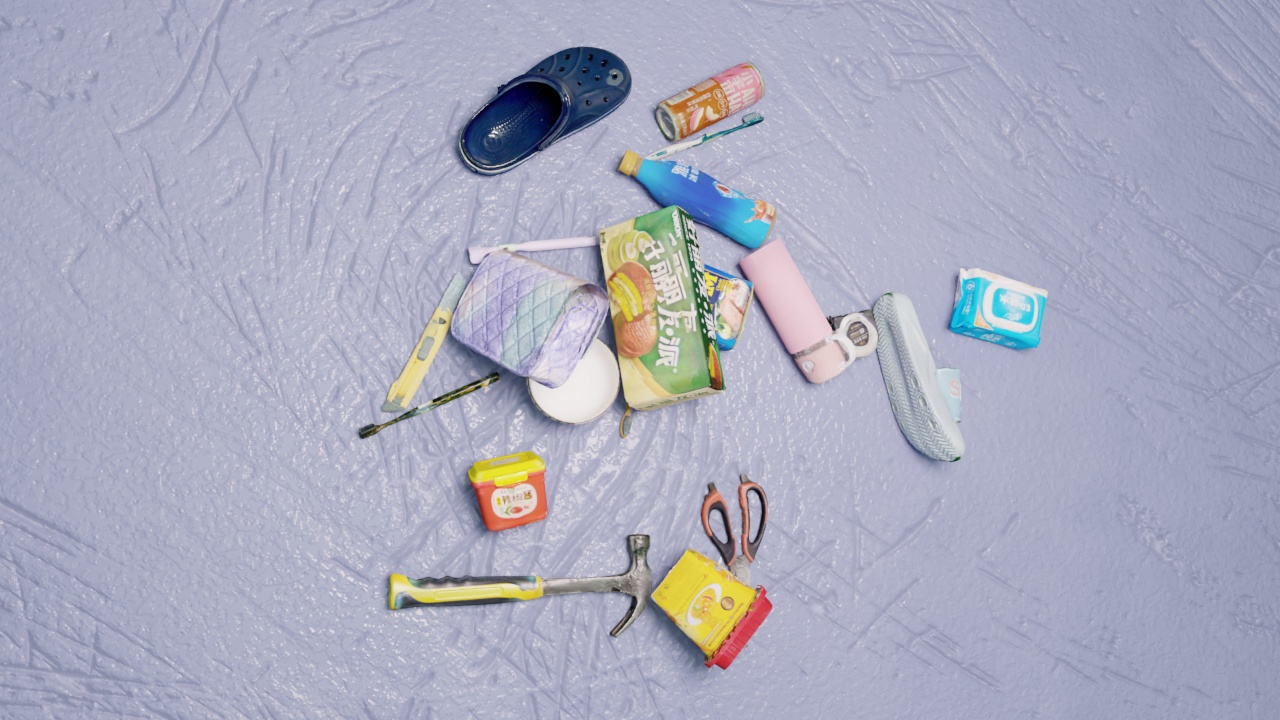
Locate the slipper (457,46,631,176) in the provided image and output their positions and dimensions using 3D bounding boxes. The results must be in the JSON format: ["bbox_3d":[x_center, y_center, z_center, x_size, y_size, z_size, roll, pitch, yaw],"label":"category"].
[{"bbox_3d":[-0.125,-0.332,1.178,0.252,0.095,0.105,-35,95,-11],"label":"slipper"}]

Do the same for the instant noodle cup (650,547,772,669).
[{"bbox_3d":[0.085,0.302,1.143,0.123,0.116,0.116,38,86,9],"label":"instant noodle cup"}]

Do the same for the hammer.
[{"bbox_3d":[-0.143,0.284,1.134,0.323,0.032,0.126,0,83,-13],"label":"hammer"}]

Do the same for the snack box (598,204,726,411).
[{"bbox_3d":[0.026,-0.065,1.156,0.115,0.063,0.240,-15,76,23],"label":"snack box"}]

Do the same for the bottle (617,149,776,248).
[{"bbox_3d":[0.074,-0.220,1.225,0.218,0.065,0.065,24,79,-10],"label":"bottle"}]

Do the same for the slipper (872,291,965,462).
[{"bbox_3d":[0.387,0.021,1.256,0.074,0.104,0.245,-14,81,-17],"label":"slipper"}]

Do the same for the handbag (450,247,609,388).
[{"bbox_3d":[-0.135,-0.053,1.097,0.075,0.194,0.134,28,89,-46],"label":"handbag"}]

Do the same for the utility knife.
[{"bbox_3d":[-0.267,-0.021,1.151,0.031,0.021,0.198,28,74,-15],"label":"utility knife"}]

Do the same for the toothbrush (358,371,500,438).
[{"bbox_3d":[-0.261,0.054,1.139,0.185,0.017,0.012,-24,66,-15],"label":"toothbrush"}]

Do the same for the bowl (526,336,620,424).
[{"bbox_3d":[-0.088,0.024,1.158,0.116,0.066,0.116,1,84,-12],"label":"bowl"}]

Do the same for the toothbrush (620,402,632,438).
[{"bbox_3d":[-0.007,0.007,1.204,0.016,0.018,0.191,10,81,-14],"label":"toothbrush"}]

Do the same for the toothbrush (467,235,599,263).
[{"bbox_3d":[-0.128,-0.147,1.193,0.189,0.021,0.029,-8,53,-15],"label":"toothbrush"}]

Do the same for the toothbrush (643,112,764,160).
[{"bbox_3d":[0.086,-0.308,1.264,0.191,0.016,0.018,-22,79,-15],"label":"toothbrush"}]

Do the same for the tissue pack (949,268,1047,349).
[{"bbox_3d":[0.511,-0.073,1.312,0.140,0.063,0.090,15,80,-12],"label":"tissue pack"}]

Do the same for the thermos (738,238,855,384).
[{"bbox_3d":[0.214,-0.067,1.231,0.067,0.087,0.198,-29,89,-40],"label":"thermos"}]

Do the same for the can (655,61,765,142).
[{"bbox_3d":[0.095,-0.352,1.249,0.147,0.058,0.058,-29,91,-15],"label":"can"}]

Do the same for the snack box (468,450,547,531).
[{"bbox_3d":[-0.159,0.160,1.124,0.091,0.082,0.080,-11,100,-14],"label":"snack box"}]

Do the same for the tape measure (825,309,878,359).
[{"bbox_3d":[0.295,-0.034,1.272,0.065,0.034,0.066,-10,84,-12],"label":"tape measure"}]

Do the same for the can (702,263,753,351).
[{"bbox_3d":[0.096,-0.071,1.218,0.083,0.057,0.102,19,80,-13],"label":"can"}]

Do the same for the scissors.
[{"bbox_3d":[0.118,0.264,1.207,0.197,0.015,0.205,42,76,-7],"label":"scissors"}]
